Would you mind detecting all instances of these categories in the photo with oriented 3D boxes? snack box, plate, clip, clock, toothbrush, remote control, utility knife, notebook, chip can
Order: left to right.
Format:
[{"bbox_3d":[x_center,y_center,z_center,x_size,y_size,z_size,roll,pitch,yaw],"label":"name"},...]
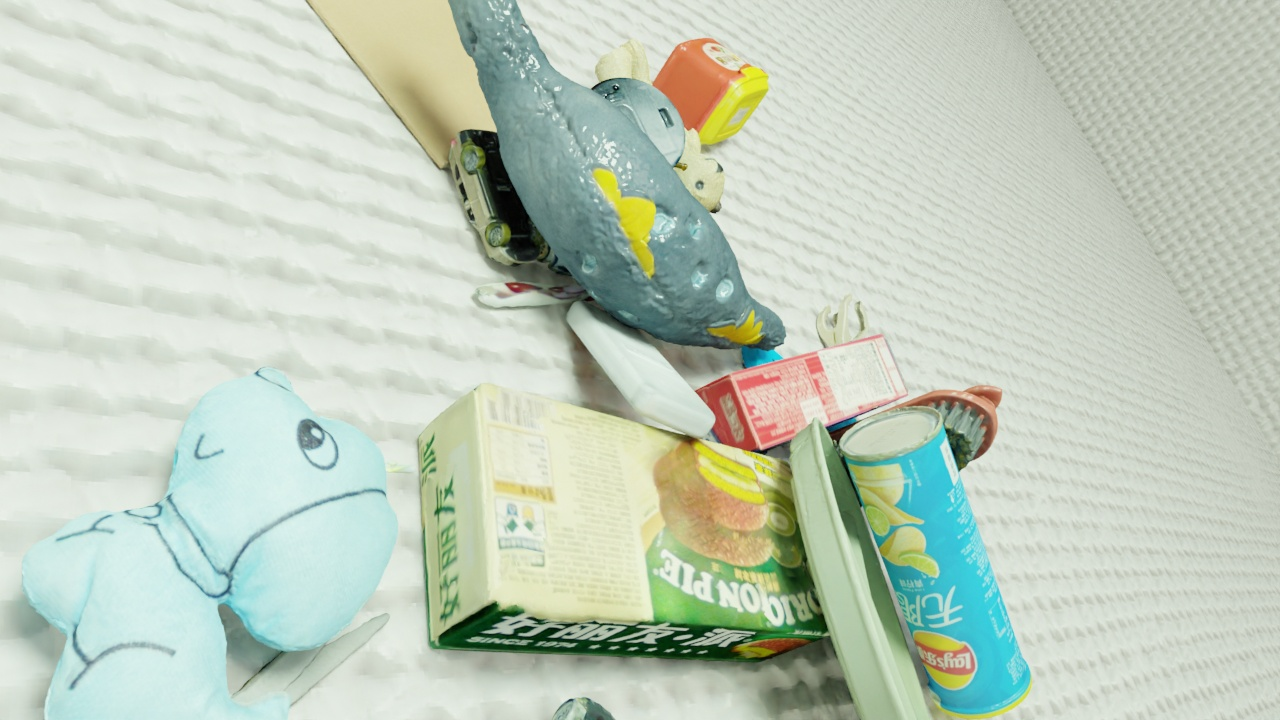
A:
[{"bbox_3d":[-0.159,-0.236,0.639,0.211,0.012,0.149,52,37,-3],"label":"notebook"},{"bbox_3d":[-0.037,-0.048,0.615,0.187,0.017,0.016,-6,65,-51],"label":"toothbrush"},{"bbox_3d":[-0.024,-0.157,0.675,0.121,0.055,0.082,-21,82,-25],"label":"clock"},{"bbox_3d":[-0.003,0.003,0.557,0.056,0.020,0.136,26,14,-33],"label":"remote control"},{"bbox_3d":[0.000,0.097,0.498,0.239,0.063,0.114,17,49,-40],"label":"snack box"},{"bbox_3d":[0.062,-0.250,0.848,0.080,0.082,0.091,42,34,7],"label":"snack box"},{"bbox_3d":[0.120,0.028,0.676,0.207,0.057,0.058,-12,78,-45],"label":"snack box"},{"bbox_3d":[0.142,0.033,0.749,0.161,0.018,0.034,36,39,-25],"label":"utility knife"},{"bbox_3d":[0.179,-0.014,0.822,0.070,0.035,0.099,32,49,-28],"label":"clip"},{"bbox_3d":[0.137,0.147,0.568,0.230,0.027,0.230,-20,90,-76],"label":"plate"},{"bbox_3d":[0.203,0.139,0.631,0.071,0.071,0.210,-43,113,-54],"label":"chip can"}]

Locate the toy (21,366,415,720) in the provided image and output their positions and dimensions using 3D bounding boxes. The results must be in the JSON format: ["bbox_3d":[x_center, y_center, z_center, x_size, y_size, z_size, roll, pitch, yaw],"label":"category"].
[{"bbox_3d":[-0.151,0.071,0.358,0.156,0.050,0.161,0,58,-49],"label":"toy"}]

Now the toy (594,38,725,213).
[{"bbox_3d":[0.018,-0.186,0.749,0.104,0.066,0.157,-32,93,-49],"label":"toy"}]

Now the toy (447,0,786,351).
[{"bbox_3d":[-0.008,-0.095,0.581,0.356,0.092,0.137,47,28,-28],"label":"toy"}]

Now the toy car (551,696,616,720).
[{"bbox_3d":[-0.033,0.193,0.406,0.043,0.034,0.090,42,35,-12],"label":"toy car"}]

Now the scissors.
[{"bbox_3d":[-0.161,0.130,0.335,0.126,0.012,0.173,35,38,-24],"label":"scissors"}]

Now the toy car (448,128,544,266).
[{"bbox_3d":[-0.092,-0.101,0.583,0.042,0.035,0.090,-13,81,-52],"label":"toy car"}]

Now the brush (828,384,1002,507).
[{"bbox_3d":[0.203,0.059,0.686,0.063,0.146,0.069,52,49,-3],"label":"brush"}]

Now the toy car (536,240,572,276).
[{"bbox_3d":[-0.064,-0.106,0.621,0.048,0.031,0.105,-23,80,-53],"label":"toy car"}]
